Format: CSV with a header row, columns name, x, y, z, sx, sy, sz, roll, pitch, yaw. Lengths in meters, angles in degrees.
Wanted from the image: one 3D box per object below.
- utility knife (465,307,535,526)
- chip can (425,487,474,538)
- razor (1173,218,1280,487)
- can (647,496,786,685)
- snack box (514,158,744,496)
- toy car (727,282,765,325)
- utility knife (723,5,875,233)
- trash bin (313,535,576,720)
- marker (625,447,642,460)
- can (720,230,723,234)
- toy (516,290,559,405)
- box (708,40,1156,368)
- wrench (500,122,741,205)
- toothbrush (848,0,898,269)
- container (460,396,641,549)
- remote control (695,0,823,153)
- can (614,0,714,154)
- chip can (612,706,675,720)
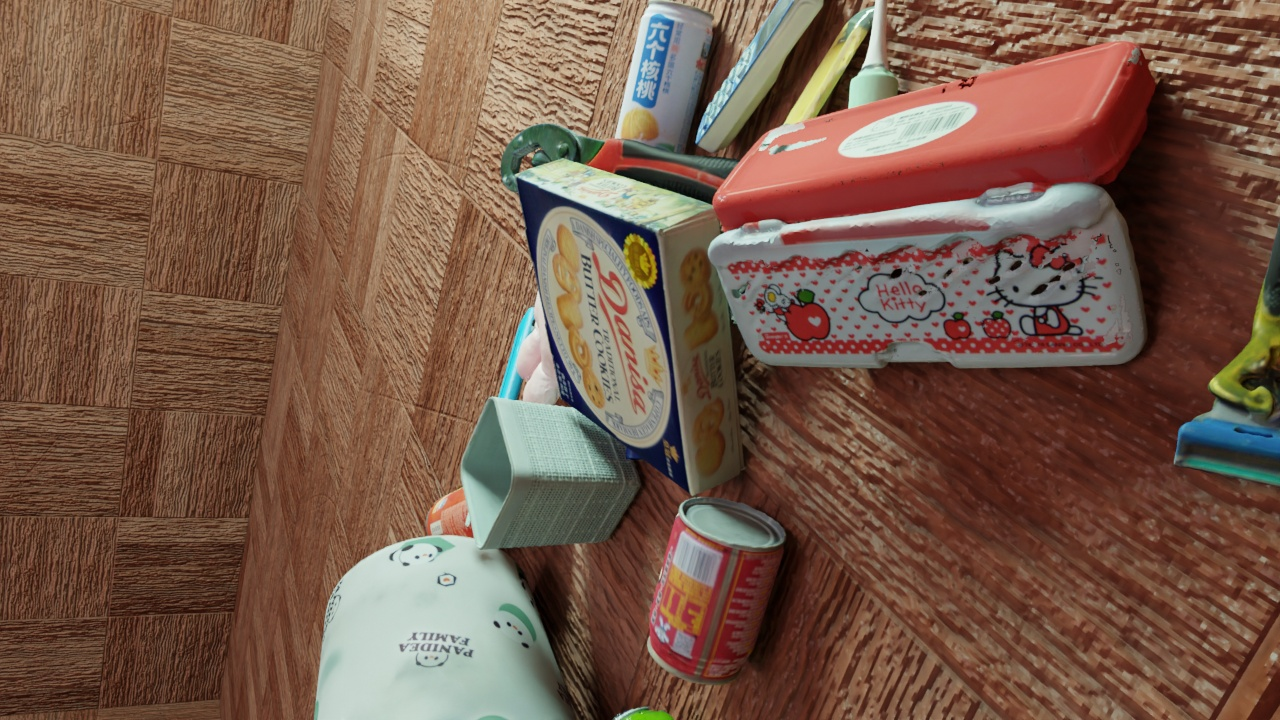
name,x,y,z,sx,sy,sz,roll,pitch,yaw
utility knife,-0.127,0.049,0.840,0.034,0.018,0.233,-44,27,49
chip can,-0.141,0.144,0.873,0.217,0.073,0.073,-31,59,55
razor,0.220,-0.029,0.313,0.043,0.022,0.142,11,92,34
can,0.044,0.138,0.550,0.066,0.066,0.094,36,116,57
snack box,-0.010,-0.028,0.609,0.182,0.045,0.178,31,136,51
toy car,0.086,-0.062,0.545,0.105,0.032,0.048,-54,34,41
utility knife,0.083,-0.120,0.554,0.031,0.021,0.202,-105,38,-62
trash bin,-0.158,0.294,0.740,0.251,0.229,0.230,-117,43,-53
marker,-0.004,0.004,0.712,0.017,0.016,0.145,-22,66,58
can,0.005,-0.082,0.669,0.147,0.058,0.058,28,109,59
toy,-0.068,-0.032,0.793,0.160,0.054,0.121,-60,30,33
box,0.131,-0.060,0.431,0.202,0.100,0.110,-1,43,47
wrench,-0.005,-0.133,0.647,0.274,0.016,0.056,16,99,39
toothbrush,0.125,-0.121,0.496,0.027,0.026,0.224,171,104,-82
container,-0.069,0.089,0.715,0.090,0.111,0.090,-62,36,36
remote control,0.076,-0.188,0.585,0.125,0.024,0.048,-52,15,42
can,0.014,-0.191,0.676,0.053,0.053,0.135,36,116,57
chip can,0.049,0.287,0.508,0.236,0.072,0.072,28,109,59
